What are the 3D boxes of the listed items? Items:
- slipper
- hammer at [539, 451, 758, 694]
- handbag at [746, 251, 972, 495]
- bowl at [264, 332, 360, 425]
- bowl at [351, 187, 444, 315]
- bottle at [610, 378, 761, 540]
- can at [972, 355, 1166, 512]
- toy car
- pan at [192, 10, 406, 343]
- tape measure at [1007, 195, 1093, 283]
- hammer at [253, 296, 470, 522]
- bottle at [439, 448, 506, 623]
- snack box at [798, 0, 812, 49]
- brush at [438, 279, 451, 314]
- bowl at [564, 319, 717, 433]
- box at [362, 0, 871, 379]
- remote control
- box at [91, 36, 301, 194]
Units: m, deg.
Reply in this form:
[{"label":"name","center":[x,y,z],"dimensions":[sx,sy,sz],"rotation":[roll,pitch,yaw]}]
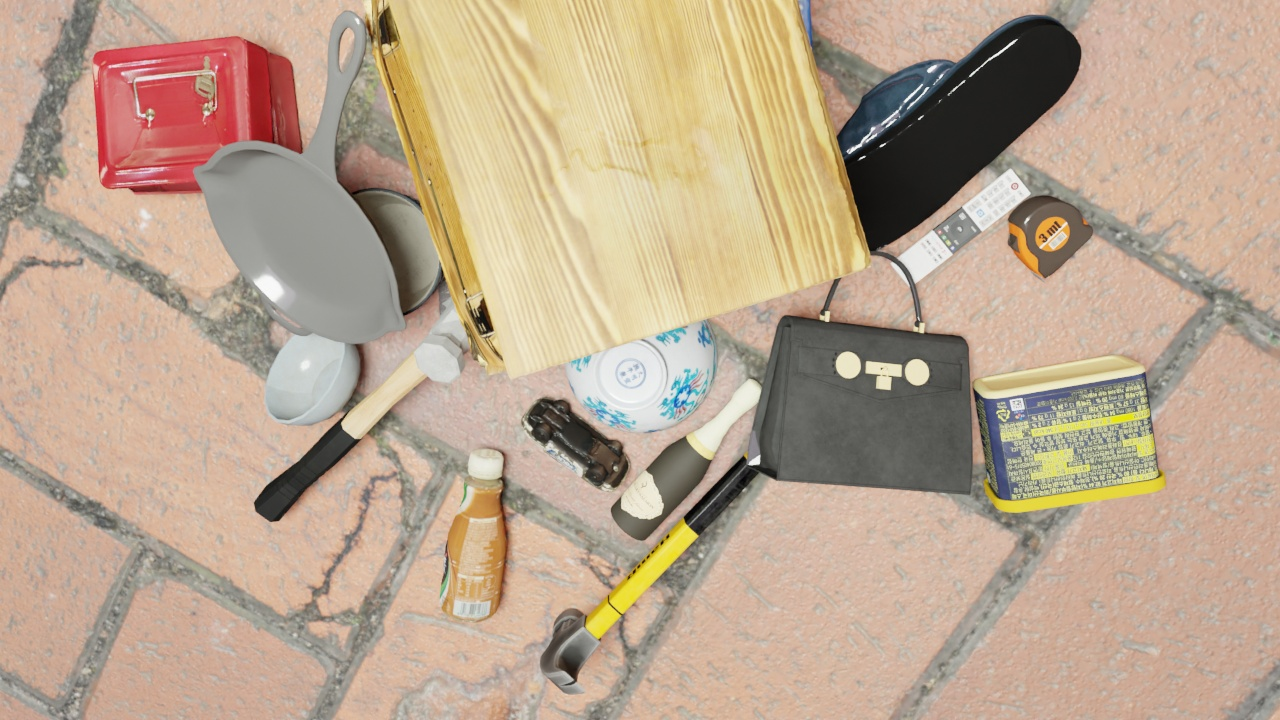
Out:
[{"label":"slipper","center":[0.219,-0.185,0.752],"dimensions":[0.109,0.083,0.266],"rotation":[27,125,-38]},{"label":"hammer","center":[0.026,0.173,0.835],"dimensions":[0.034,0.170,0.324],"rotation":[43,92,-3]},{"label":"handbag","center":[0.195,0.006,0.783],"dimensions":[0.175,0.072,0.196],"rotation":[6,92,-14]},{"label":"bowl","center":[-0.303,0.017,0.866],"dimensions":[0.106,0.039,0.106],"rotation":[-16,58,27]},{"label":"bowl","center":[-0.227,-0.099,0.837],"dimensions":[0.115,0.059,0.115],"rotation":[2,103,8]},{"label":"bottle","center":[0.047,0.088,0.848],"dimensions":[0.045,0.045,0.185],"rotation":[41,105,-2]},{"label":"can","center":[0.361,0.061,0.784],"dimensions":[0.135,0.075,0.104],"rotation":[-11,98,10]},{"label":"toy car","center":[-0.062,0.081,0.863],"dimensions":[0.113,0.048,0.041],"rotation":[38,136,-2]},{"label":"pan","center":[-0.253,-0.132,0.723],"dimensions":[0.216,0.024,0.356],"rotation":[37,138,-1]},{"label":"tape measure","center":[0.337,-0.108,0.769],"dimensions":[0.059,0.038,0.058],"rotation":[37,106,-16]},{"label":"hammer","center":[-0.256,0.051,0.850],"dimensions":[0.039,0.131,0.329],"rotation":[43,117,-17]},{"label":"bottle","center":[-0.157,0.168,0.887],"dimensions":[0.059,0.059,0.167],"rotation":[10,104,5]},{"label":"snack box","center":[0.090,-0.317,0.693],"dimensions":[0.069,0.154,0.203],"rotation":[-3,102,10]},{"label":"brush","center":[-0.120,-0.072,0.852],"dimensions":[0.151,0.012,0.039],"rotation":[-12,102,12]},{"label":"bowl","center":[-0.005,0.005,0.821],"dimensions":[0.144,0.074,0.144],"rotation":[2,103,8]},{"label":"box","center":[-0.048,-0.154,0.679],"dimensions":[0.286,0.336,0.279],"rotation":[-17,97,-3]},{"label":"remote control","center":[0.273,-0.113,0.788],"dimensions":[0.124,0.011,0.028],"rotation":[-40,95,14]},{"label":"box","center":[-0.395,-0.213,0.825],"dimensions":[0.158,0.097,0.130],"rotation":[0,98,11]}]
